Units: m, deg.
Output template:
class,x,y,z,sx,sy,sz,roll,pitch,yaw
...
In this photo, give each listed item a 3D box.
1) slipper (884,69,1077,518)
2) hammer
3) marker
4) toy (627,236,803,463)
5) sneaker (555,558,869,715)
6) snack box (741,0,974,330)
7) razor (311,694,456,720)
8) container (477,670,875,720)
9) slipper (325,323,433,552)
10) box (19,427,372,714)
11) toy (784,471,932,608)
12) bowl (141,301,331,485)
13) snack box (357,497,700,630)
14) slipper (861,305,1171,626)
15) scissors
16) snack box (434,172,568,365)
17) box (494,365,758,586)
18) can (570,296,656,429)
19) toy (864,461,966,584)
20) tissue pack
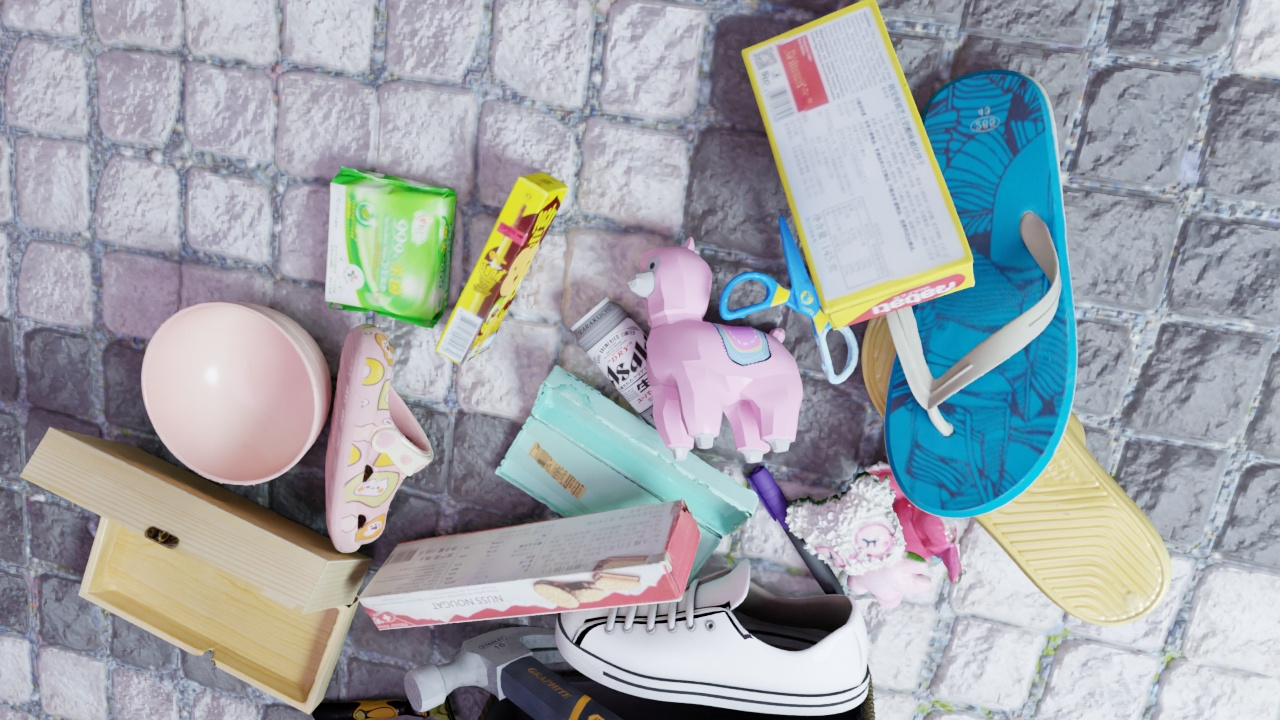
class,x,y,z,sx,sy,sz,roll,pitch,yaw
slipper,0.215,-0.043,0.585,0.118,0.060,0.295,2,90,26
hammer,-0.039,0.275,0.671,0.313,0.139,0.035,14,111,48
marker,0.124,0.140,0.720,0.018,0.015,0.134,-29,97,32
toy,0.052,-0.008,0.660,0.123,0.067,0.157,3,72,-22
sneaker,0.055,0.199,0.706,0.245,0.091,0.097,7,111,13
snack box,0.136,-0.127,0.585,0.092,0.042,0.200,-19,69,15
razor,-0.238,0.319,0.841,0.144,0.021,0.044,-10,102,16
container,0.031,0.382,0.724,0.321,0.176,0.205,-7,106,13
slipper,-0.209,0.063,0.741,0.081,0.093,0.198,3,116,-23
box,-0.371,0.173,0.794,0.248,0.118,0.253,25,131,5
toy,0.165,0.139,0.674,0.109,0.041,0.096,51,137,-3
bowl,-0.314,0.019,0.748,0.153,0.076,0.153,3,104,10
snack box,-0.089,0.163,0.715,0.273,0.076,0.044,-13,115,23
slipper,0.254,0.062,0.638,0.100,0.078,0.263,-42,71,18
scissors,0.115,-0.041,0.645,0.125,0.013,0.127,-17,93,-17
snack box,-0.104,-0.069,0.688,0.025,0.061,0.149,30,108,2
box,-0.013,0.094,0.725,0.187,0.055,0.139,34,136,1
can,-0.004,0.004,0.696,0.044,0.044,0.106,-39,94,18
toy,0.208,0.111,0.678,0.050,0.065,0.102,-34,94,-16
tissue pack,-0.198,-0.089,0.718,0.099,0.034,0.114,11,108,7
